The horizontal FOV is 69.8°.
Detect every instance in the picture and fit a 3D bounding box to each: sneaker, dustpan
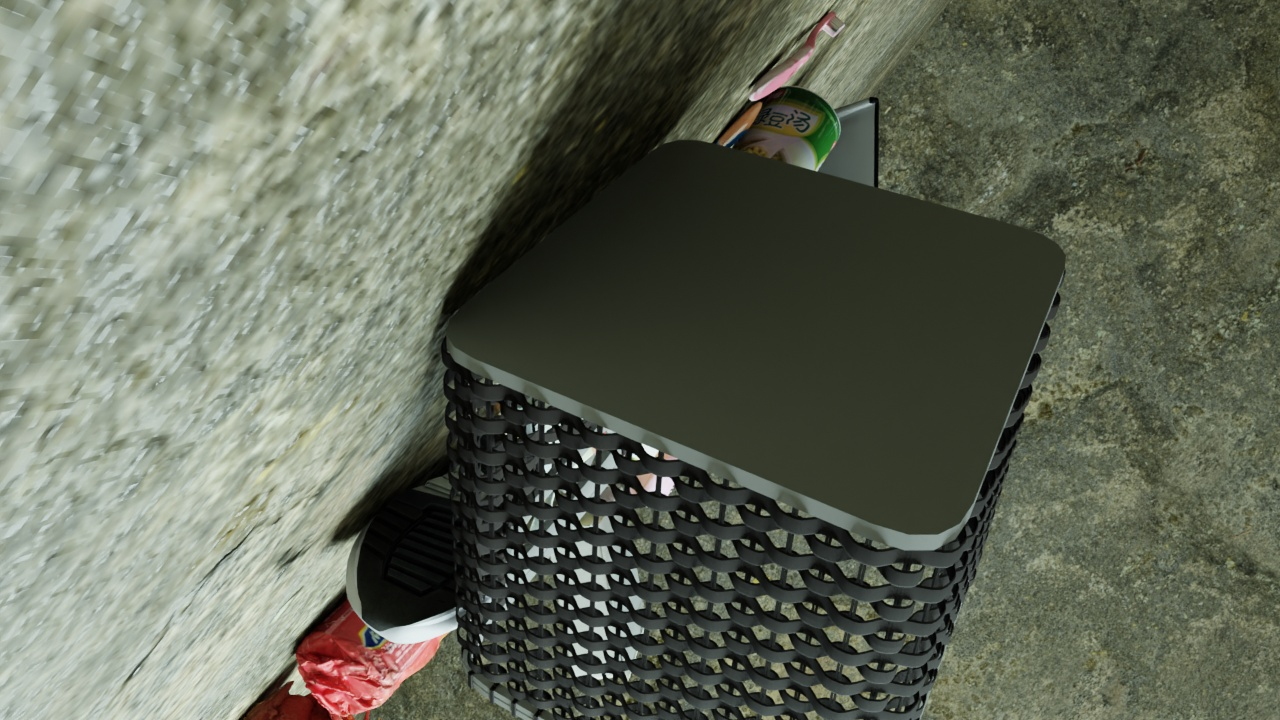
[{"bbox_3d":[-0.141,0.142,0.626,0.124,0.089,0.239,-55,179,21],"label":"sneaker"},{"bbox_3d":[0.145,-0.154,0.933,0.258,0.033,0.163,179,-88,-65],"label":"dustpan"}]

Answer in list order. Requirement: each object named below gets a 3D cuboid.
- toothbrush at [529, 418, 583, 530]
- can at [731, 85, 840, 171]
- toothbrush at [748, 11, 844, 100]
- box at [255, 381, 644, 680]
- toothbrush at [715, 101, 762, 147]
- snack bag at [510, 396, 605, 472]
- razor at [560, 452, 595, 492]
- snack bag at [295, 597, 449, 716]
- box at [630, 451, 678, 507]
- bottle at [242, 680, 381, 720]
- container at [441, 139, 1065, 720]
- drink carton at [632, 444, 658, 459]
[{"bbox_3d":[-0.046,0.039,0.667,0.017,0.012,0.186,98,11,-78],"label":"toothbrush"},{"bbox_3d":[0.102,-0.152,0.716,0.120,0.067,0.067,-57,180,-24],"label":"can"},{"bbox_3d":[0.116,-0.222,0.670,0.134,0.016,0.022,-49,177,-34],"label":"toothbrush"},{"bbox_3d":[-0.173,0.160,0.985,0.165,0.446,0.167,-61,176,7],"label":"box"},{"bbox_3d":[0.046,-0.140,0.680,0.135,0.017,0.021,-53,-179,1],"label":"toothbrush"},{"bbox_3d":[-0.004,0.004,0.758,0.224,0.041,0.077,-39,133,-27],"label":"snack bag"},{"bbox_3d":[-0.048,0.048,0.860,0.156,0.060,0.057,-65,150,-9],"label":"razor"},{"bbox_3d":[-0.189,0.201,0.723,0.083,0.082,0.175,-53,176,41],"label":"snack bag"},{"bbox_3d":[0.008,0.035,0.945,0.154,0.041,0.201,-62,-144,30],"label":"box"},{"bbox_3d":[-0.257,0.305,0.715,0.099,0.111,0.099,-40,169,-9],"label":"bottle"},{"bbox_3d":[0.056,0.060,0.483,0.246,0.246,0.244,-48,150,-42],"label":"container"},{"bbox_3d":[0.015,0.031,0.868,0.122,0.041,0.058,-59,-157,8],"label":"drink carton"}]
